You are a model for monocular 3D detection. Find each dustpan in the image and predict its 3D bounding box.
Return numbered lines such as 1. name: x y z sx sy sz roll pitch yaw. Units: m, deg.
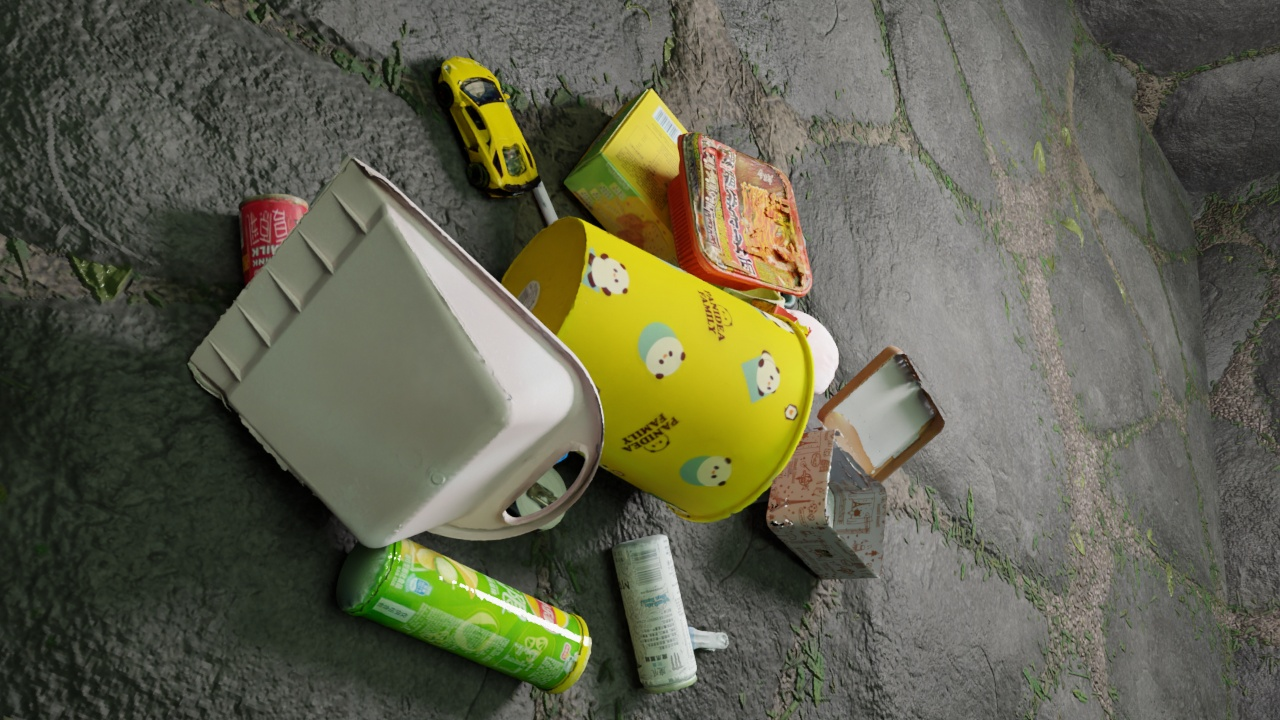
1. dustpan: -0.167 0.022 0.694 0.273 0.223 0.138 53 21 8

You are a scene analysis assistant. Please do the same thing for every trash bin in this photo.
1. trash bin: -0.005 0.005 0.874 0.255 0.230 0.229 28 58 -29

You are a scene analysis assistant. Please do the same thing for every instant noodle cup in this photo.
1. instant noodle cup: 0.100 -0.148 1.000 0.188 0.079 0.164 10 65 -41

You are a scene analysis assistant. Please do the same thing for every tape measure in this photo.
1. tape measure: -0.102 0.128 0.860 0.066 0.034 0.065 43 52 -26

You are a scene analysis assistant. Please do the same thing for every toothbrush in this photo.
1. toothbrush: -0.076 -0.106 0.978 0.029 0.021 0.189 -23 92 -15

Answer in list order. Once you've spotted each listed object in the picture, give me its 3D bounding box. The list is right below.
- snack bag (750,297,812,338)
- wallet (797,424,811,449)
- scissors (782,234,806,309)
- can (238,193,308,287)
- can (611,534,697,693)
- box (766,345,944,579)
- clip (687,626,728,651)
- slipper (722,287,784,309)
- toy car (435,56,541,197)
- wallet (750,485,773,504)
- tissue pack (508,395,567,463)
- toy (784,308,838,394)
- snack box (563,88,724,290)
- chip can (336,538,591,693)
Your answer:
1. snack bag: 0.113 0.041 1.012 0.208 0.073 0.128 -64 165 -2
2. wallet: 0.179 0.094 1.166 0.122 0.020 0.096 54 50 -19
3. scissors: 0.175 -0.140 1.242 0.172 0.019 0.179 10 70 -45
4. can: -0.284 -0.060 0.725 0.053 0.053 0.132 1 75 -45
5. can: 0.014 0.251 0.916 0.058 0.058 0.146 -6 81 -46
6. box: 0.265 0.130 1.138 0.179 0.124 0.273 46 69 -40
7. clip: 0.067 0.300 0.982 0.057 0.030 0.024 20 60 -32
8. slipper: 0.129 -0.059 1.105 0.091 0.082 0.190 5 70 -7
9. toy car: -0.155 -0.237 0.927 0.071 0.041 0.156 -27 95 -47
10. wallet: 0.141 0.113 1.107 0.097 0.019 0.121 0 85 -39
11. tissue pack: -0.131 0.067 0.767 0.095 0.157 0.052 40 34 -29
12. toy: 0.195 -0.026 1.198 0.159 0.054 0.121 40 48 -17
13. snack box: 0.029 -0.184 1.059 0.210 0.070 0.157 47 45 -20
14. chip can: -0.143 0.209 0.761 0.221 0.073 0.072 35 54 -32
